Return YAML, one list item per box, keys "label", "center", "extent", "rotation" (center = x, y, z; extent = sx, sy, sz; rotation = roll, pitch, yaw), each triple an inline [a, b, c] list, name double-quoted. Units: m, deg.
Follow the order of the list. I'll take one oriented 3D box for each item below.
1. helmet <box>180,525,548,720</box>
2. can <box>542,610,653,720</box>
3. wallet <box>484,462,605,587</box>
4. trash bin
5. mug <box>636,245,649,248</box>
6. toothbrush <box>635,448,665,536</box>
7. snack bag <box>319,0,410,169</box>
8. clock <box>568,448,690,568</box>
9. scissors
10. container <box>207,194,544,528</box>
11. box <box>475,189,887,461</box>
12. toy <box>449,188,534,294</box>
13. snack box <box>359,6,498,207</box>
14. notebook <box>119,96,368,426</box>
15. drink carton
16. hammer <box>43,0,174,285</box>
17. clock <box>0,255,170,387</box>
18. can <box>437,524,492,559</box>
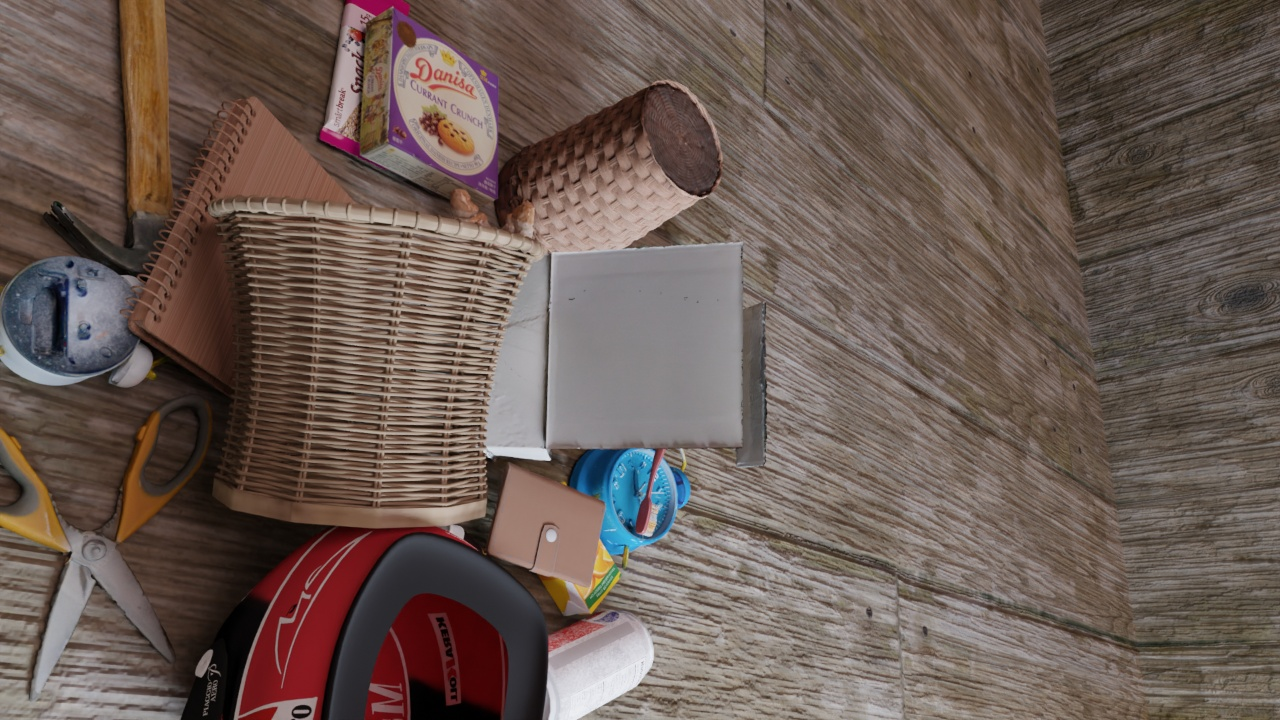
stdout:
- label: "helmet"
  center: [-0.190, 0.236, 0.606]
  extent: [0.197, 0.225, 0.270]
  rotation: [39, 38, -29]
- label: "can"
  center: [-0.056, 0.285, 0.852]
  extent: [0.135, 0.078, 0.078]
  rotation: [-8, 83, -49]
- label: "wallet"
  center: [-0.085, 0.154, 0.852]
  extent: [0.121, 0.013, 0.087]
  rotation: [29, 61, -35]
- label: "trash bin"
  center: [-0.028, -0.184, 0.951]
  extent: [0.151, 0.211, 0.151]
  rotation: [19, 64, -43]
- label: "mug"
  center: [0.020, -0.069, 1.070]
  extent: [0.104, 0.084, 0.111]
  rotation: [30, 81, -25]
- label: "toothbrush"
  center: [0.022, 0.090, 0.947]
  extent: [0.015, 0.015, 0.184]
  rotation: [28, 66, -40]
- label: "snack bag"
  center: [-0.260, -0.280, 0.876]
  extent: [0.070, 0.016, 0.196]
  rotation: [21, 62, -40]
- label: "clock"
  center: [-0.006, 0.132, 0.974]
  extent: [0.117, 0.060, 0.161]
  rotation: [56, 48, -16]
- label: "scissors"
  center: [-0.377, 0.104, 0.611]
  extent: [0.226, 0.016, 0.224]
  rotation: [36, 54, -36]
- label: "container"
  center: [-0.191, 0.002, 0.652]
  extent: [0.226, 0.227, 0.196]
  rotation: [6, 91, -47]
- label: "box"
  center: [-0.024, -0.012, 0.730]
  extent: [0.149, 0.414, 0.166]
  rotation: [9, 77, -41]
- label: "toy"
  center: [-0.153, -0.108, 0.903]
  extent: [0.085, 0.074, 0.106]
  rotation: [10, 89, -13]
- label: "snack box"
  center: [-0.201, -0.241, 0.893]
  extent: [0.143, 0.041, 0.147]
  rotation: [20, 62, -53]
- label: "notebook"
  center: [-0.294, -0.077, 0.714]
  extent: [0.169, 0.022, 0.210]
  rotation: [55, 38, -53]
- label: "drink carton"
  center: [-0.076, 0.182, 0.896]
  extent: [0.058, 0.041, 0.122]
  rotation: [-44, 109, -46]
- label: "hammer"
  center: [-0.384, -0.215, 0.707]
  extent: [0.132, 0.033, 0.330]
  rotation: [4, 73, -46]
- label: "clock"
  center: [-0.376, -0.023, 0.625]
  extent: [0.117, 0.057, 0.083]
  rotation: [8, 70, -46]
- label: "can"
  center: [-0.146, 0.204, 0.787]
  extent: [0.128, 0.072, 0.071]
  rotation: [53, 44, -21]
